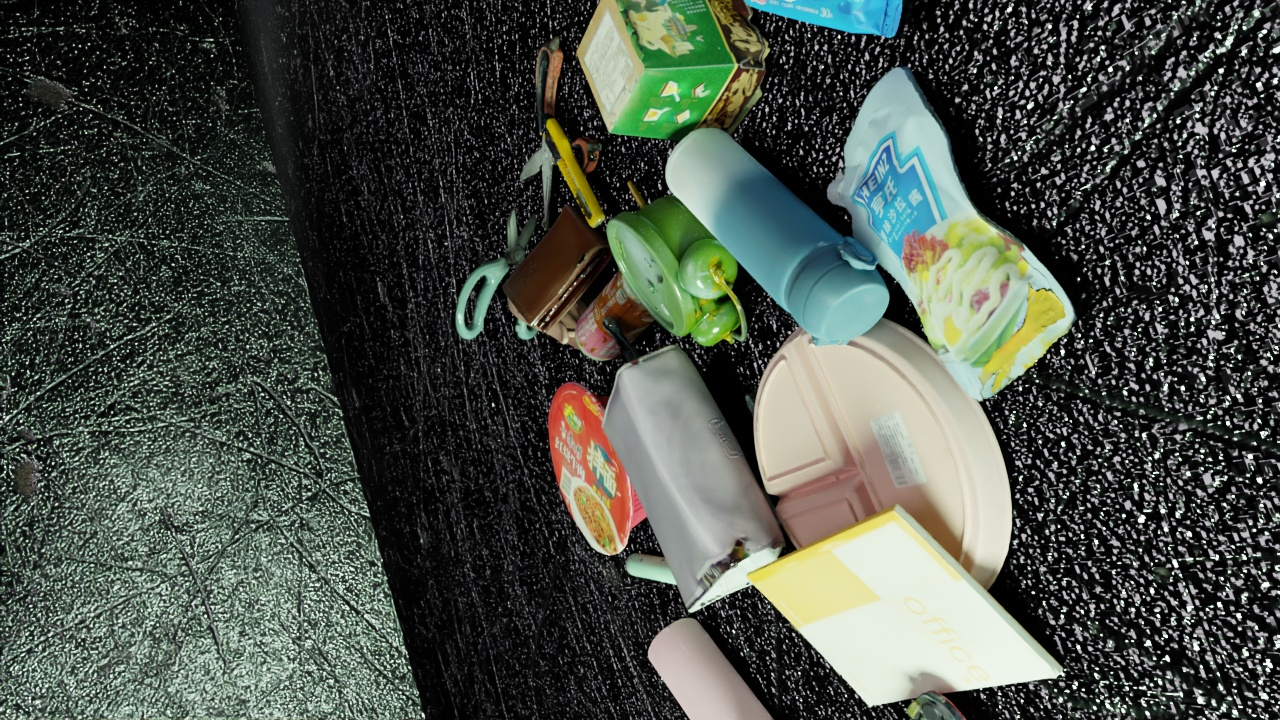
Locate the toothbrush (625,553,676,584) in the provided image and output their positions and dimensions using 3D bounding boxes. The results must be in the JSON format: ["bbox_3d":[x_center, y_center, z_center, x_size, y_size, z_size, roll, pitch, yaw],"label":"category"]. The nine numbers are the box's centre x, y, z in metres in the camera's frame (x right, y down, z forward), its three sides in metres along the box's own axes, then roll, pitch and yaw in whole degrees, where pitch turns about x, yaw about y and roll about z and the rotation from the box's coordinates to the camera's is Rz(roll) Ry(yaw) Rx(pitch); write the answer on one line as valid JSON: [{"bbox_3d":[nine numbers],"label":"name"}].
[{"bbox_3d":[0.043,0.221,0.959,0.225,0.027,0.026,-15,102,63],"label":"toothbrush"}]

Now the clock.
[{"bbox_3d":[0.036,-0.073,0.770,0.161,0.056,0.116,47,165,34],"label":"clock"}]

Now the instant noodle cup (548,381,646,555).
[{"bbox_3d":[-0.033,0.112,1.010,0.194,0.065,0.194,33,130,52],"label":"instant noodle cup"}]

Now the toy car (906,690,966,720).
[{"bbox_3d":[0.214,0.281,0.661,0.049,0.031,0.106,42,141,46],"label":"toy car"}]

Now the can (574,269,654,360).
[{"bbox_3d":[-0.017,-0.050,0.911,0.148,0.057,0.058,-43,65,59],"label":"can"}]

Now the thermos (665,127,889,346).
[{"bbox_3d":[0.094,-0.094,0.659,0.220,0.070,0.070,54,146,44],"label":"thermos"}]

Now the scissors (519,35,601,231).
[{"bbox_3d":[-0.099,-0.246,1.018,0.223,0.015,0.189,-2,101,62],"label":"scissors"}]

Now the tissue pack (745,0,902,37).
[{"bbox_3d":[0.112,-0.262,0.577,0.157,0.052,0.095,41,136,48],"label":"tissue pack"}]

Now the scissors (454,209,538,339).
[{"bbox_3d":[-0.149,-0.087,1.097,0.019,0.178,0.173,20,77,34],"label":"scissors"}]

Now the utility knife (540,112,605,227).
[{"bbox_3d":[-0.073,-0.199,0.957,0.154,0.015,0.033,63,153,24],"label":"utility knife"}]

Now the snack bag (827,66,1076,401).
[{"bbox_3d":[0.179,-0.076,0.559,0.110,0.038,0.191,102,145,-58],"label":"snack bag"}]

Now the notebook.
[{"bbox_3d":[0.173,0.182,0.653,0.146,0.010,0.207,46,148,2],"label":"notebook"}]

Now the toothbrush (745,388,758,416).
[{"bbox_3d":[0.132,0.107,0.750,0.189,0.017,0.014,65,148,17],"label":"toothbrush"}]

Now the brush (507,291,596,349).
[{"bbox_3d":[-0.093,-0.054,1.036,0.146,0.073,0.063,35,132,49],"label":"brush"}]

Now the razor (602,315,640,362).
[{"bbox_3d":[-0.005,0.005,0.909,0.043,0.022,0.143,29,155,44],"label":"razor"}]

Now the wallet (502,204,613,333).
[{"bbox_3d":[-0.093,-0.100,0.993,0.124,0.032,0.101,-50,42,6],"label":"wallet"}]

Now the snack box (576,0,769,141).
[{"bbox_3d":[0.017,-0.234,0.710,0.118,0.105,0.118,-46,61,59],"label":"snack box"}]

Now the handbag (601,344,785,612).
[{"bbox_3d":[0.047,0.101,0.809,0.145,0.098,0.197,94,151,-65],"label":"handbag"}]

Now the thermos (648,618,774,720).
[{"bbox_3d":[0.080,0.338,0.889,0.198,0.067,0.087,47,171,46],"label":"thermos"}]

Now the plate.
[{"bbox_3d":[0.158,0.079,0.659,0.229,0.028,0.230,31,129,48],"label":"plate"}]
